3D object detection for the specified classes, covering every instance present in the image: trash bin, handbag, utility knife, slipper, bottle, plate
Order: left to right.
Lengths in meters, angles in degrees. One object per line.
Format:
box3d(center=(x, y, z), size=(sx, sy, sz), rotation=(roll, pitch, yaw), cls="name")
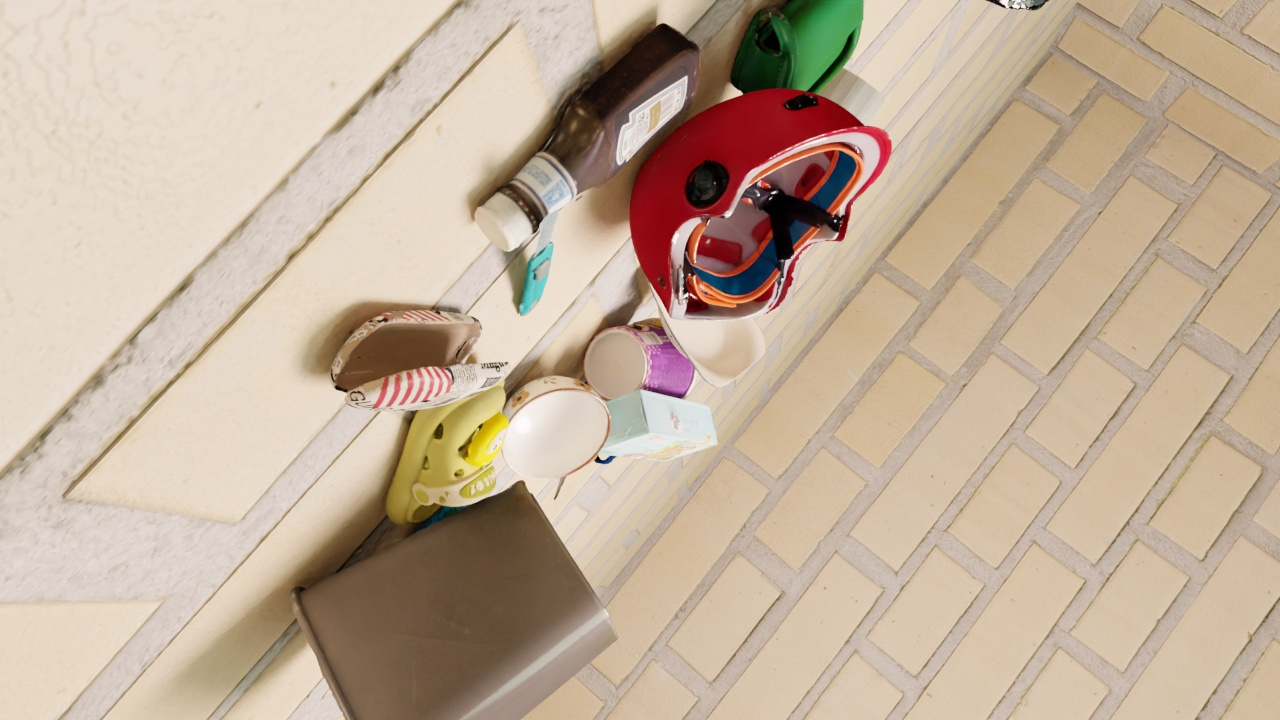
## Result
box3d(center=(-0.156, 0.086, 0.793), size=(0.091, 0.081, 0.191), rotation=(-38, 164, -55), cls="slipper")
box3d(center=(-0.153, 0.240, 0.825), size=(0.219, 0.199, 0.199), rotation=(-32, 157, -12), cls="trash bin")
box3d(center=(-0.077, -0.069, 0.692), size=(0.029, 0.013, 0.222), rotation=(-45, 177, -16), cls="utility knife")
box3d(center=(-0.035, -0.151, 0.639), size=(0.194, 0.044, 0.080), rotation=(-46, 166, -18), cls="bottle")
box3d(center=(0.068, -0.052, 1.051), size=(0.034, 0.164, 0.163), rotation=(-27, -177, 38), cls="plate")
box3d(center=(0.142, -0.295, 0.823), size=(0.131, 0.068, 0.120), rotation=(-46, 158, -19), cls="handbag")

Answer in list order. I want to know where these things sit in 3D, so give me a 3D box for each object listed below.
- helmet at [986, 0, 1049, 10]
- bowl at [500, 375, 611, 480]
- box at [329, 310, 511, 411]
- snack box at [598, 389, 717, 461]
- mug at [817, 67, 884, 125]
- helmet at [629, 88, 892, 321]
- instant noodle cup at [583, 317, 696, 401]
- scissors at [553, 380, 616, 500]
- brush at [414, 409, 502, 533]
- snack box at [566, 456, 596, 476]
box3d(center=(0.268, -0.393, 0.606), size=(0.274, 0.230, 0.234), rotation=(-44, 180, -27), cls="helmet")
box3d(center=(-0.093, 0.059, 0.925), size=(0.113, 0.062, 0.114), rotation=(-13, 127, -18), cls="bowl")
box3d(center=(-0.144, 0.014, 0.634), size=(0.075, 0.081, 0.163), rotation=(-48, 171, 11), cls="box")
box3d(center=(0.015, 0.075, 1.019), size=(0.074, 0.051, 0.174), rotation=(-20, 163, 26), cls="snack box")
box3d(center=(0.225, -0.287, 1.099), size=(0.103, 0.083, 0.123), rotation=(-56, -176, 12), cls="mug")
box3d(center=(0.087, -0.151, 0.803), size=(0.206, 0.144, 0.241), rotation=(-4, 142, -49), cls="helmet")
box3d(center=(-0.006, 0.006, 1.040), size=(0.112, 0.111, 0.099), rotation=(-56, 157, 19), cls="instant noodle cup")
box3d(center=(-0.069, 0.093, 1.093), size=(0.012, 0.176, 0.162), rotation=(12, 86, -33), cls="scissors")
box3d(center=(-0.184, 0.143, 0.921), size=(0.109, 0.060, 0.315), rotation=(-50, 166, -33), cls="brush")
box3d(center=(-0.083, 0.077, 1.013), size=(0.082, 0.080, 0.091), rotation=(-58, 165, 22), cls="snack box")
